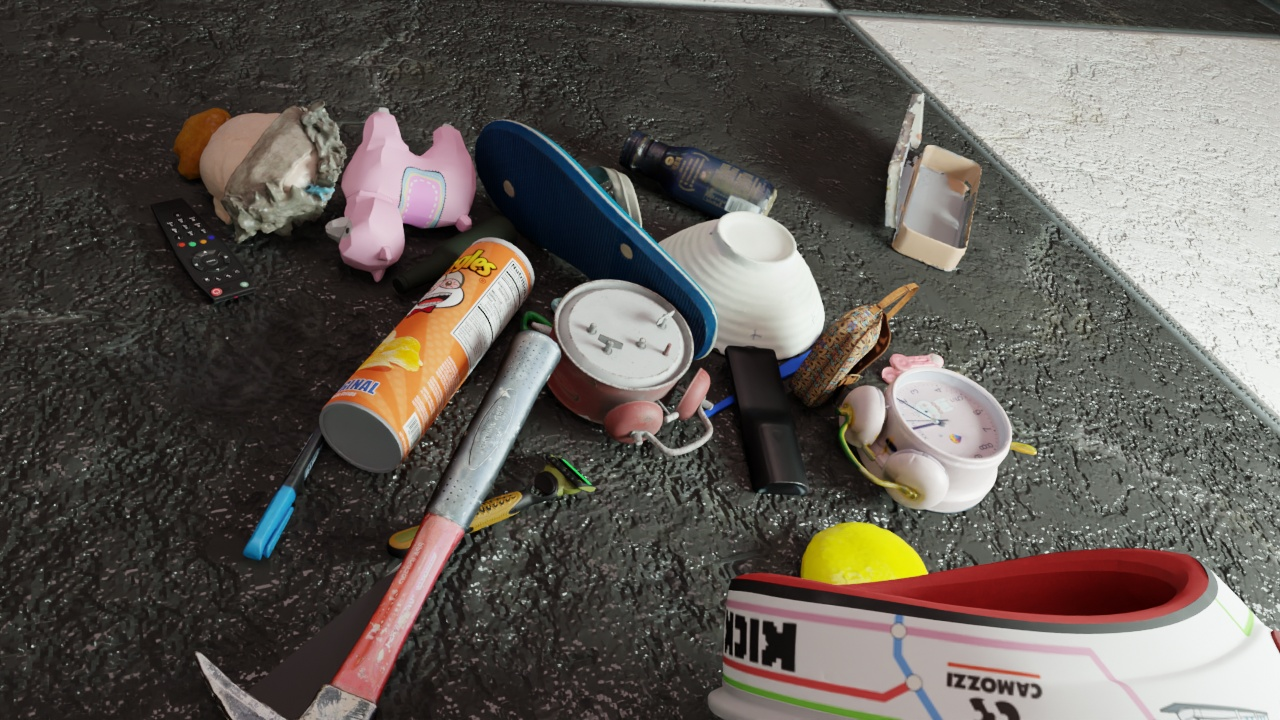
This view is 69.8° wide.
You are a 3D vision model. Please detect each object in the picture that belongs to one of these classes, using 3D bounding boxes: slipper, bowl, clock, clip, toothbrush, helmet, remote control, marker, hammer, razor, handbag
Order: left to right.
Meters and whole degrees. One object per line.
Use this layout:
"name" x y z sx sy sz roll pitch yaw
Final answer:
"remote control" -0.347 -0.087 0.723 0.039 0.010 0.125 -24 58 -37
"marker" -0.222 0.077 0.593 0.015 0.018 0.122 20 42 -7
"hammer" -0.130 0.097 0.565 0.140 0.036 0.325 23 50 0
"razor" -0.101 0.099 0.611 0.143 0.021 0.044 -18 38 -34
"slipper" -0.032 -0.117 0.789 0.060 0.118 0.295 -37 70 -28
"clock" -0.005 0.004 0.701 0.109 0.062 0.156 -23 63 -35
"bowl" 0.094 -0.086 0.832 0.177 0.071 0.177 9 44 -9
"remote control" 0.101 0.043 0.733 0.045 0.021 0.140 5 49 -16
"toothbrush" 0.117 0.013 0.787 0.186 0.011 0.016 -27 59 -34
"handbag" 0.204 -0.022 0.799 0.043 0.094 0.195 42 43 15
"clip" 0.246 0.002 0.820 0.059 0.039 0.022 -3 44 -27
"clock" 0.224 0.063 0.735 0.157 0.059 0.116 -11 50 -28
"helmet" 0.184 0.214 0.438 0.314 0.231 0.236 2 81 -25

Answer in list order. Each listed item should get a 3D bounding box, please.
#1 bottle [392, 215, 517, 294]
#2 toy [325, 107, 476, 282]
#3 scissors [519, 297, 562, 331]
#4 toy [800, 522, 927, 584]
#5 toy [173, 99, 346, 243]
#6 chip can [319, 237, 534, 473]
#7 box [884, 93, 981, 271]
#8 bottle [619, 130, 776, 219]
"bottle" -0.157 -0.087 0.773 0.033 0.033 0.122 37 46 18
"toy" -0.203 -0.138 0.783 0.123 0.067 0.157 9 56 -28
"scissors" -0.034 -0.009 0.754 0.132 0.013 0.077 34 43 12
"toy" 0.157 0.154 0.632 0.095 0.041 0.094 38 51 19
"toy" -0.320 -0.162 0.766 0.176 0.076 0.132 26 71 24
"chip can" -0.149 -0.011 0.676 0.062 0.062 0.209 23 43 5
"box" 0.326 -0.206 1.021 0.121 0.095 0.216 27 44 3
"bottle" 0.057 -0.184 0.930 0.161 0.056 0.056 26 43 7
